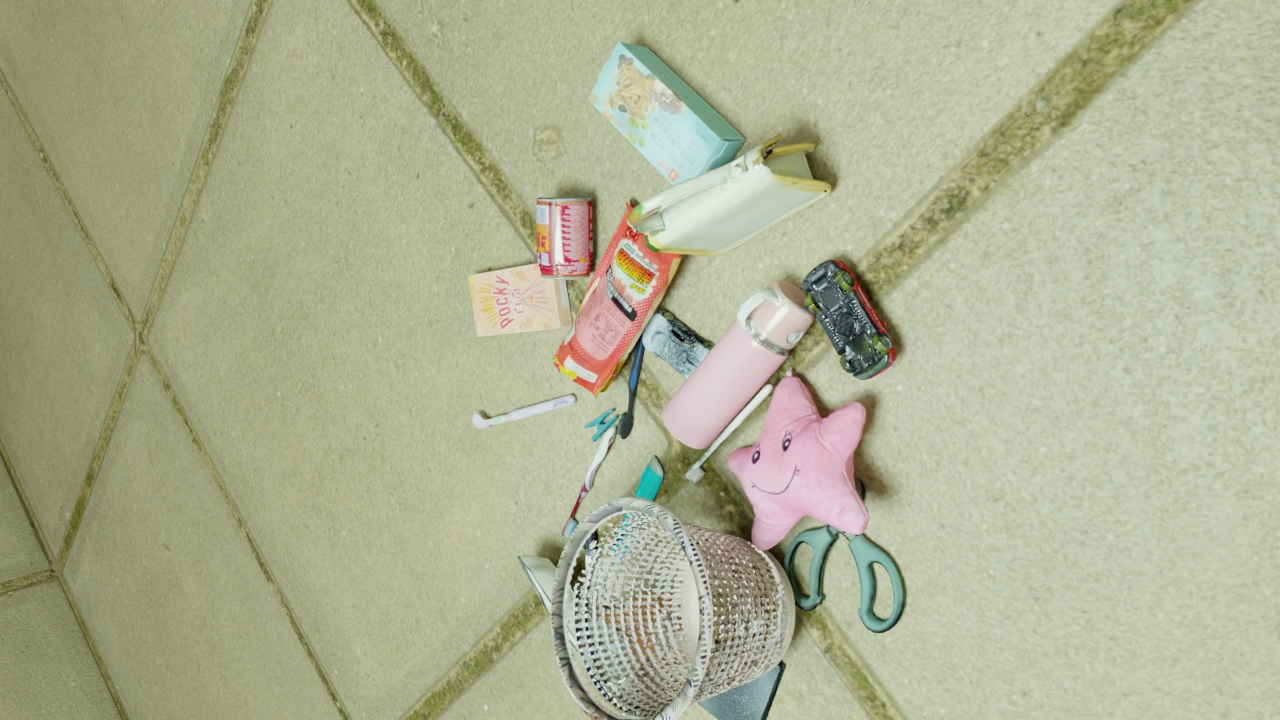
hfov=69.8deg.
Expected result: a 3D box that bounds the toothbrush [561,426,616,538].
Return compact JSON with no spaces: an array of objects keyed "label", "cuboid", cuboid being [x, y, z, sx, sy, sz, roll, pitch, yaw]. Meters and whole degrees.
[{"label":"toothbrush","cuboid":[-0.064,0.158,1.163,0.017,0.016,0.188,35,120,19]}]

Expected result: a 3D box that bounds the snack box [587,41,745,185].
[{"label":"snack box","cuboid":[0.025,-0.257,0.975,0.175,0.051,0.074,49,124,21]}]

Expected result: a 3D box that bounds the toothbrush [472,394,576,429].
[{"label":"toothbrush","cuboid":[-0.154,0.068,1.215,0.190,0.021,0.029,-15,128,39]}]

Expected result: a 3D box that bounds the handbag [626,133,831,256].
[{"label":"handbag","cuboid":[0.072,-0.158,0.878,0.164,0.178,0.063,-28,77,41]}]

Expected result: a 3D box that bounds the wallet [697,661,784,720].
[{"label":"wallet","cuboid":[0.110,0.374,1.069,0.097,0.019,0.121,28,115,32]}]

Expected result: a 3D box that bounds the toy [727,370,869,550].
[{"label":"toy","cuboid":[0.153,0.099,0.935,0.195,0.074,0.178,-23,63,52]}]

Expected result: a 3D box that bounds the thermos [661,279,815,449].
[{"label":"thermos","cuboid":[0.095,0.004,0.949,0.199,0.087,0.067,-52,51,30]}]

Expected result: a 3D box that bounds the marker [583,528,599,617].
[{"label":"marker","cuboid":[-0.064,0.274,1.187,0.023,0.018,0.131,5,102,30]}]

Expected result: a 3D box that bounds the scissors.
[{"label":"scissors","cuboid":[0.197,0.200,0.959,0.170,0.019,0.177,-16,91,41]}]

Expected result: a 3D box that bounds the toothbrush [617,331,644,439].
[{"label":"toothbrush","cuboid":[-0.006,0.006,1.085,0.016,0.014,0.190,40,125,56]}]

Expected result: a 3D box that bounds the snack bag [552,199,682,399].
[{"label":"snack bag","cuboid":[-0.028,-0.066,1.053,0.208,0.073,0.128,-60,42,27]}]

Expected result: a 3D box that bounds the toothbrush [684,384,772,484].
[{"label":"toothbrush","cuboid":[0.097,0.083,1.004,0.016,0.016,0.181,45,132,11]}]

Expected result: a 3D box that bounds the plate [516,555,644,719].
[{"label":"plate","cuboid":[-0.069,0.350,1.159,0.265,0.034,0.162,50,163,21]}]

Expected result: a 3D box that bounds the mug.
[{"label":"mug","cuboid":[-0.005,0.318,1.081,0.078,0.122,0.078,11,107,38]}]

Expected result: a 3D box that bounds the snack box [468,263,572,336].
[{"label":"snack box","cuboid":[-0.157,-0.077,1.179,0.158,0.026,0.084,-4,97,39]}]

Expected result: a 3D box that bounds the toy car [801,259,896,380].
[{"label":"toy car","cuboid":[0.203,-0.040,0.882,0.053,0.045,0.120,-37,71,40]}]

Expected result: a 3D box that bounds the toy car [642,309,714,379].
[{"label":"toy car","cuboid":[0.041,-0.015,1.030,0.105,0.031,0.049,39,121,27]}]

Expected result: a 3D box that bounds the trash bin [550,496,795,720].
[{"label":"trash bin","cuboid":[0.049,0.262,0.958,0.228,0.191,0.227,-13,72,45]}]

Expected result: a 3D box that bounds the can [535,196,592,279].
[{"label":"can","cuboid":[-0.090,-0.145,1.083,0.067,0.066,0.094,9,105,37]}]

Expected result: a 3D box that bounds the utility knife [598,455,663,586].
[{"label":"utility knife","cuboid":[-0.014,0.205,1.134,0.029,0.013,0.210,37,118,25]}]

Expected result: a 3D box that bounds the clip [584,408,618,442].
[{"label":"clip","cuboid":[-0.047,0.079,1.133,0.057,0.014,0.048,-43,70,38]}]
